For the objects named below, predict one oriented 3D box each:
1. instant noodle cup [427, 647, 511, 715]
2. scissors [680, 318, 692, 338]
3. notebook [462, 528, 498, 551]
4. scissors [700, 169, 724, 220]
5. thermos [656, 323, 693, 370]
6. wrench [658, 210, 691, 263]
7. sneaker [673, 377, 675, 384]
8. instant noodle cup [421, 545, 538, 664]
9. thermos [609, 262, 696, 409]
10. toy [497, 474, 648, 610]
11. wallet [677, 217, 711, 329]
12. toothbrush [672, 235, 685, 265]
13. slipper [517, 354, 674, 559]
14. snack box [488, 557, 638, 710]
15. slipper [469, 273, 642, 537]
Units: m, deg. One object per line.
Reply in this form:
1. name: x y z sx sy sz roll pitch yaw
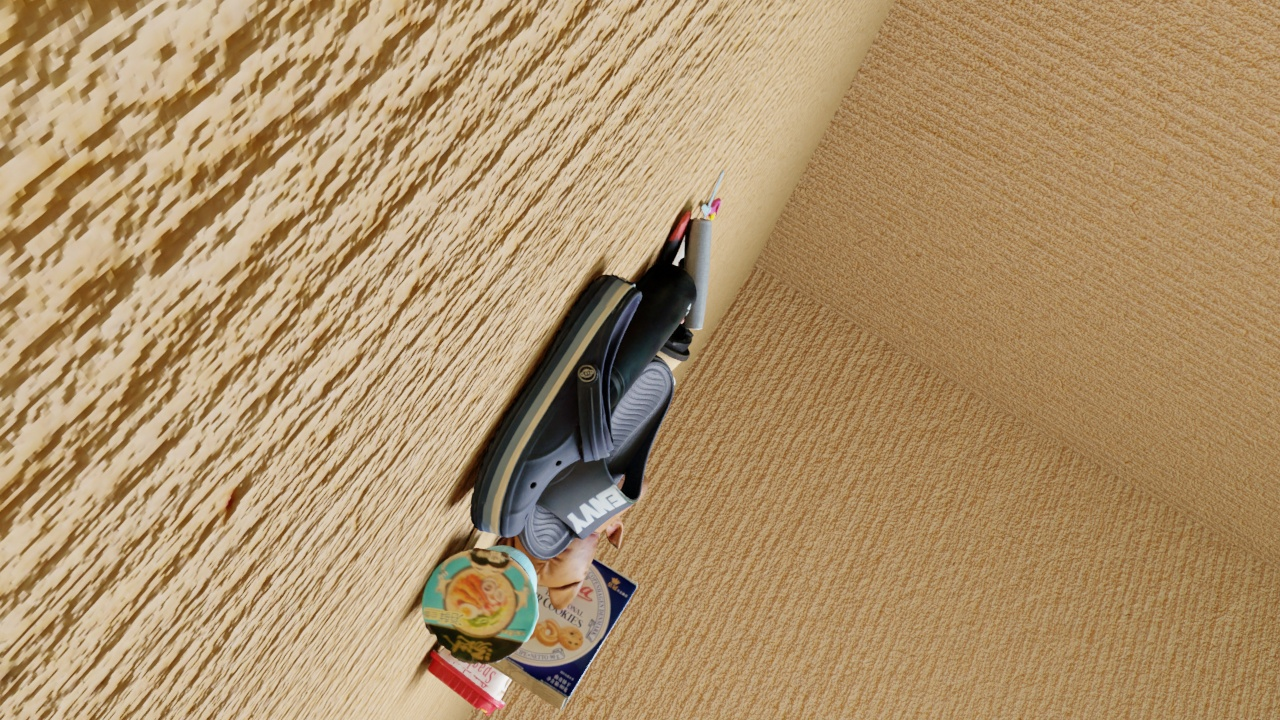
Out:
1. instant noodle cup: -0.201 0.384 1.209 0.124 0.116 0.117 -53 173 -19
2. scissors: 0.015 -0.004 1.285 0.223 0.015 0.189 -44 167 1
3. notebook: -0.150 0.153 1.013 0.208 0.008 0.147 -60 175 18
4. scissors: 0.087 -0.193 1.232 0.135 0.017 0.133 -64 173 7
5. thermos: -0.007 0.007 1.125 0.143 0.093 0.093 -53 177 17
6. wrench: 0.012 -0.084 1.159 0.056 0.016 0.274 -54 174 -45
7. sneaker: -0.022 0.093 1.424 0.243 0.091 0.089 -62 173 33
8. instant noodle cup: -0.150 0.234 0.927 0.111 0.111 0.120 -59 177 0
9. thermos: -0.023 -0.014 0.994 0.090 0.068 0.241 -37 -170 45
10. toy: -0.087 0.200 1.142 0.199 0.140 0.130 -57 178 -11
11. wallet: 0.063 -0.109 1.122 0.106 0.037 0.130 -98 -168 -80
12. toothbrush: 0.042 -0.115 1.265 0.188 0.016 0.017 115 0 -49
13. slipper: -0.039 0.112 1.028 0.268 0.083 0.110 -54 132 -7
14. snack box: -0.125 0.312 1.158 0.182 0.178 0.046 -53 167 -40
15. slipper: -0.059 0.046 0.809 0.252 0.095 0.105 -62 173 -7
